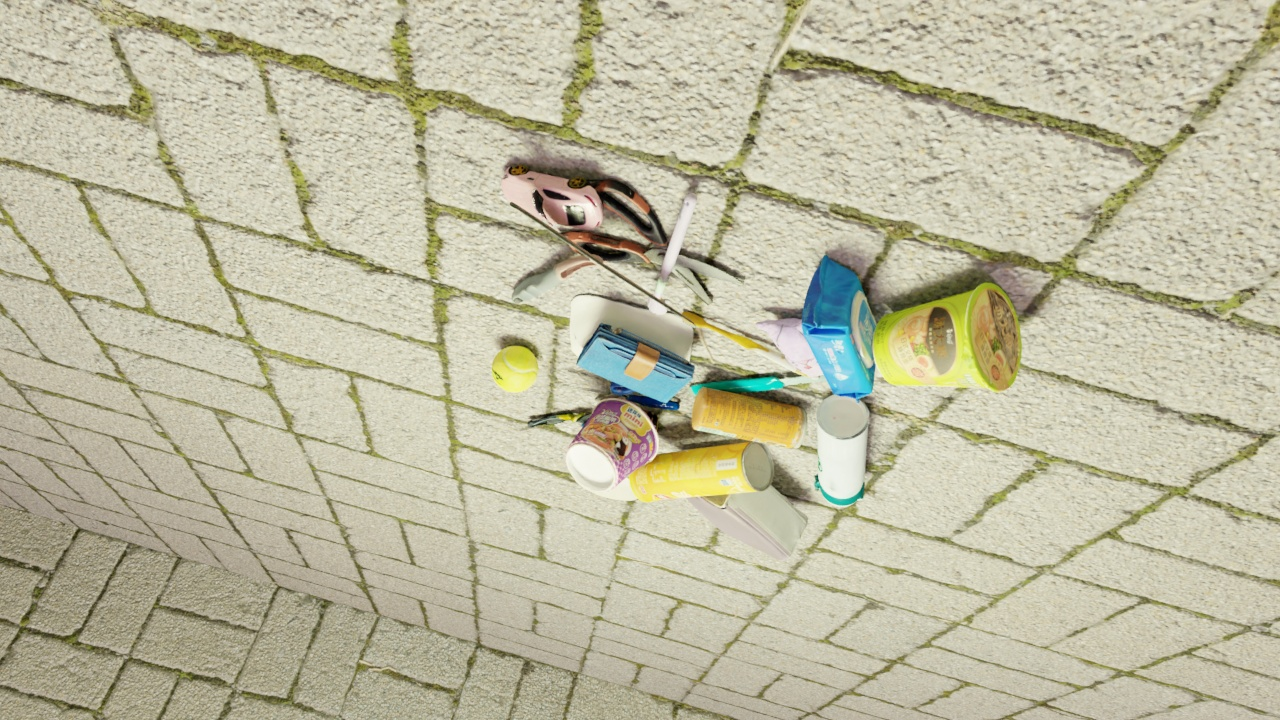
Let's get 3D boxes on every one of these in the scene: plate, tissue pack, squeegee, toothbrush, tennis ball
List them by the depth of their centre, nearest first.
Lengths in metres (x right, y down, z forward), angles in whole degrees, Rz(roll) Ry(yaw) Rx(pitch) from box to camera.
[{"bbox_3d":[0.220,-0.032,0.994,0.052,0.094,0.157,-5,141,29],"label":"tissue pack"},{"bbox_3d":[0.035,-0.113,0.997,0.029,0.021,0.190,40,147,15],"label":"toothbrush"},{"bbox_3d":[-0.091,-0.099,1.069,0.247,0.040,0.250,31,159,-25],"label":"squeegee"},{"bbox_3d":[0.135,-0.017,1.128,0.191,0.016,0.018,24,160,-7],"label":"toothbrush"},{"bbox_3d":[-0.016,-0.015,1.190,0.164,0.034,0.165,13,148,6],"label":"plate"},{"bbox_3d":[-0.174,0.012,1.276,0.065,0.065,0.066,12,149,7],"label":"tennis ball"}]

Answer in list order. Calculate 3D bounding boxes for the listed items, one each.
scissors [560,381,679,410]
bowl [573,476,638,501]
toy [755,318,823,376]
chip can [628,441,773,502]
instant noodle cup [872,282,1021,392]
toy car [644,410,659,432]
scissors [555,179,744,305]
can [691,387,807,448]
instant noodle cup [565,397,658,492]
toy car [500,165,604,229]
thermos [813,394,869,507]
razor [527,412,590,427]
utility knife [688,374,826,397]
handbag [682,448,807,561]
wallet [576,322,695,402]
[{"bbox_3d":[-0.028,0.047,1.284,0.173,0.012,0.162,10,167,0],"label":"scissors"},{"bbox_3d":[-0.043,0.171,1.465,0.116,0.066,0.117,12,150,7],"label":"bowl"},{"bbox_3d":[0.194,-0.017,1.080,0.084,0.038,0.108,-1,144,36],"label":"toy"},{"bbox_3d":[0.082,0.158,1.302,0.214,0.071,0.072,-14,138,42],"label":"chip can"},{"bbox_3d":[0.317,-0.017,0.968,0.124,0.111,0.111,-9,141,47],"label":"instant noodle cup"},{"bbox_3d":[-0.032,0.118,1.372,0.156,0.071,0.041,-17,137,43],"label":"toy car"},{"bbox_3d":[0.009,-0.127,1.019,0.227,0.015,0.189,8,148,11],"label":"scissors"},{"bbox_3d":[0.144,0.077,1.220,0.146,0.058,0.058,12,150,-8],"label":"can"},{"bbox_3d":[-0.044,0.122,1.268,0.112,0.099,0.112,16,125,24],"label":"instant noodle cup"},{"bbox_3d":[-0.095,-0.168,0.965,0.122,0.037,0.056,16,143,21],"label":"toy car"},{"bbox_3d":[0.273,0.131,1.255,0.073,0.073,0.224,7,148,16],"label":"thermos"},{"bbox_3d":[-0.123,0.092,1.424,0.143,0.022,0.042,-6,-174,38],"label":"razor"},{"bbox_3d":[0.153,0.031,1.203,0.223,0.013,0.029,-7,142,37],"label":"utility knife"},{"bbox_3d":[0.149,0.215,1.416,0.145,0.098,0.197,9,153,46],"label":"handbag"},{"bbox_3d":[-0.007,0.007,1.152,0.133,0.040,0.107,23,152,-11],"label":"wallet"}]
